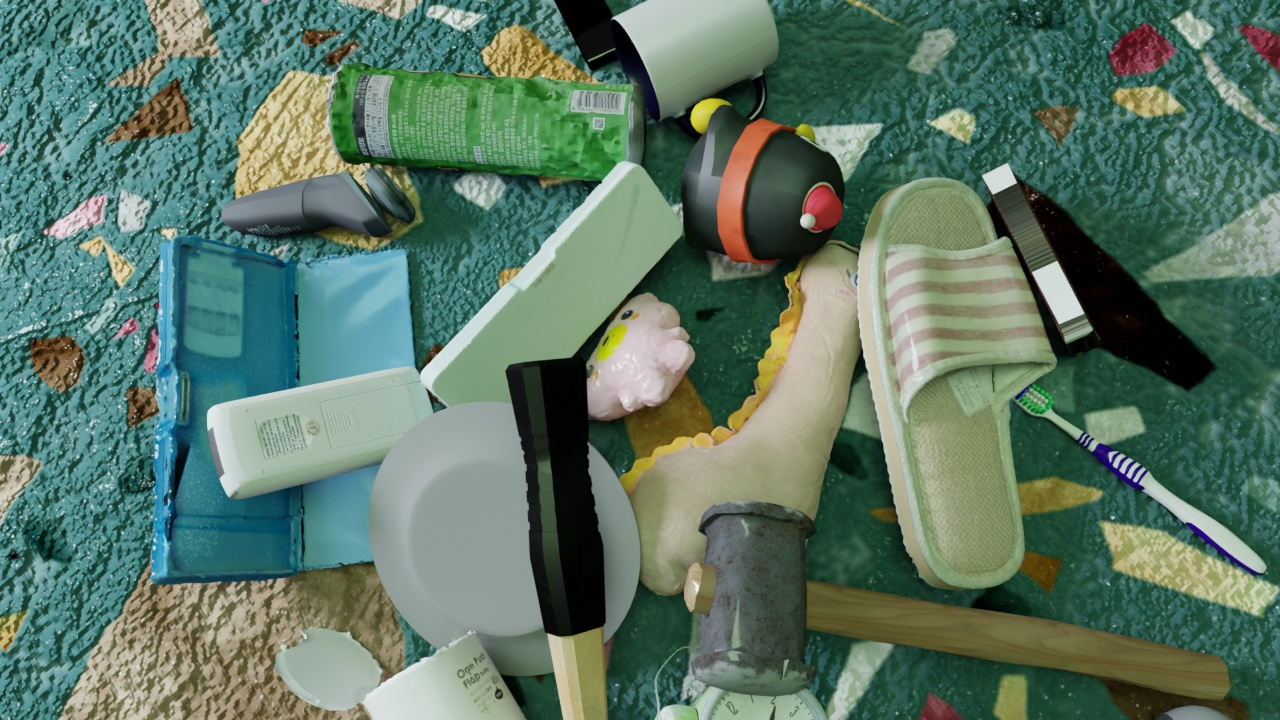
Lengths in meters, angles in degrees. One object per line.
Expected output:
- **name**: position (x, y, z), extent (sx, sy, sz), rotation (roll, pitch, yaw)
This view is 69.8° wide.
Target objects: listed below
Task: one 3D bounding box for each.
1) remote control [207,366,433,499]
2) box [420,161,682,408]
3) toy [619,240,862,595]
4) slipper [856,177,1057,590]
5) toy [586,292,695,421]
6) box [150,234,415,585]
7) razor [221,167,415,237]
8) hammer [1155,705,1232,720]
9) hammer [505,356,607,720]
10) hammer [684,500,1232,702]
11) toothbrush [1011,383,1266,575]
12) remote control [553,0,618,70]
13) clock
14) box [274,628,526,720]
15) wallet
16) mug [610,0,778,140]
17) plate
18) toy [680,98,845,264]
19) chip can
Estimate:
- **remote control**: position (-0.201, 0.044, 0.592), extent (0.138, 0.026, 0.060), rotation (-13, 77, -29)
- **box**: position (-0.066, -0.043, 0.624), extent (0.198, 0.086, 0.096), rotation (-47, 34, -10)
- **toy**: position (0.067, 0.031, 0.592), extent (0.196, 0.065, 0.264), rotation (17, 74, 5)
- **slipper**: position (0.201, 0.009, 0.570), extent (0.115, 0.052, 0.262), rotation (1, 80, -18)
- **toy**: position (-0.004, 0.004, 0.602), extent (0.050, 0.093, 0.102), rotation (39, 81, -29)
- **box**: position (-0.240, 0.031, 0.628), extent (0.172, 0.066, 0.231), rotation (1, 70, -24)
- **razor**: position (-0.238, -0.111, 0.674), extent (0.143, 0.047, 0.052), rotation (-7, 71, 7)
- **hammer**: position (0.175, 0.247, 0.531), extent (0.322, 0.043, 0.155), rotation (10, 74, 11)
- **hammer**: position (-0.034, 0.163, 0.506), extent (0.131, 0.039, 0.328), rotation (-6, 89, -37)
- **hammer**: position (0.184, 0.152, 0.514), extent (0.328, 0.052, 0.097), rotation (11, 61, -10)
- **toothbrush**: position (0.311, 0.071, 0.582), extent (0.186, 0.016, 0.015), rotation (40, 80, 15)
- **remote control**: position (-0.055, -0.297, 0.728), extent (0.034, 0.013, 0.150), rotation (-25, 73, -3)
- **clock**: position (0.057, 0.209, 0.505), extent (0.119, 0.043, 0.094), rotation (45, 57, 8)
- **box**: position (-0.137, 0.208, 0.545), extent (0.119, 0.084, 0.160), rotation (-35, 80, 22)
- **wallet**: position (0.263, -0.064, 0.600), extent (0.019, 0.072, 0.123), rotation (-26, 70, 22)
- **mug**: position (0.046, -0.217, 0.668), extent (0.097, 0.078, 0.112), rotation (-28, 101, -4)
- **plate**: position (-0.088, 0.113, 0.561), extent (0.178, 0.012, 0.178), rotation (3, 102, 13)
- **toy**: position (0.087, -0.111, 0.609), extent (0.119, 0.097, 0.099), rotation (18, 85, 33)
- **chip can**: position (-0.107, -0.171, 0.664), extent (0.223, 0.075, 0.075), rotation (6, 74, 6)
